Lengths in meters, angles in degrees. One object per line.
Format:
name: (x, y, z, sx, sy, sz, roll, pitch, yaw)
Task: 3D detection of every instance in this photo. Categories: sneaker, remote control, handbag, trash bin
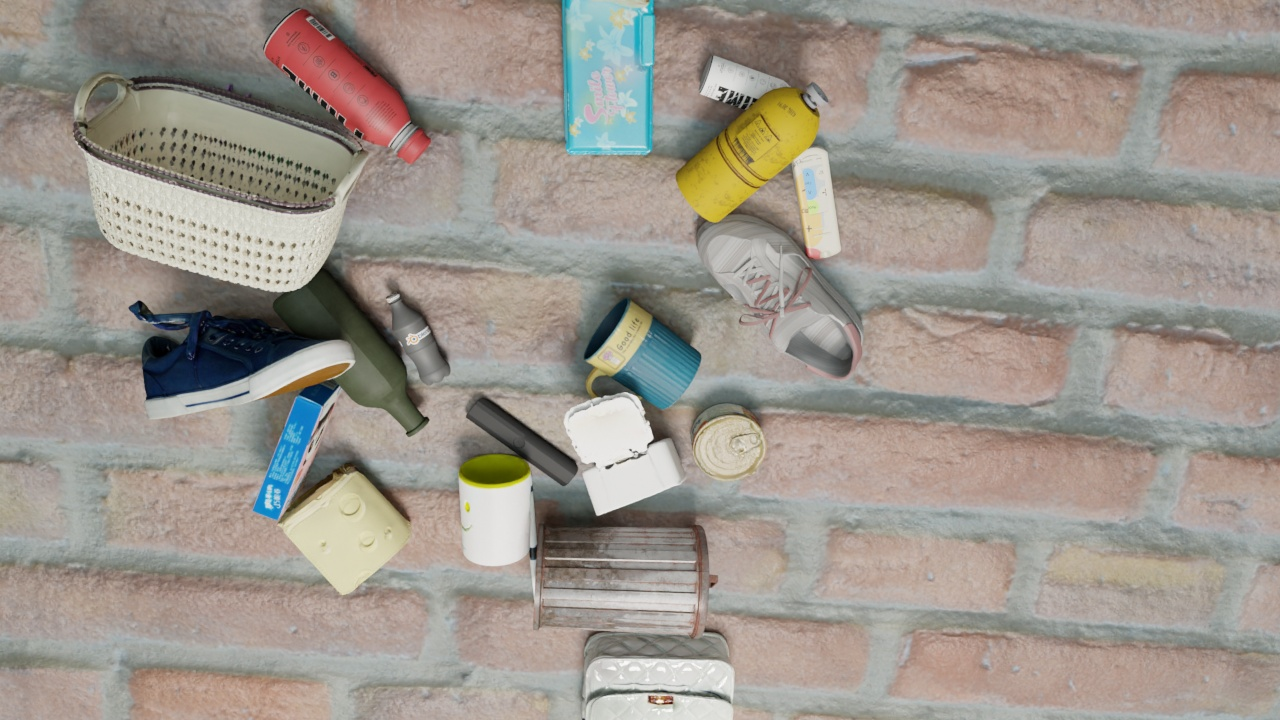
sneaker: (0.156, -0.063, 0.993, 0.236, 0.089, 0.099, 38, 112, -13)
remote control: (0.192, -0.171, 1.001, 0.038, 0.018, 0.126, -12, 110, 2)
remote control: (-0.139, 0.097, 1.082, 0.147, 0.015, 0.033, 37, 104, -13)
handbag: (-0.346, 0.193, 1.076, 0.111, 0.081, 0.119, -39, 103, -3)
sneaker: (-0.425, -0.015, 0.957, 0.295, 0.120, 0.127, -8, 96, 29)
trash bin: (-0.017, 0.256, 1.076, 0.211, 0.130, 0.131, 3, 108, -5)
handbag: (0.021, 0.421, 1.167, 0.195, 0.072, 0.139, 0, 109, -1)

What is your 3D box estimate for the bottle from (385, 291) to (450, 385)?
bottle: (-0.251, -0.025, 1.026, 0.036, 0.036, 0.110, -24, 108, 6)

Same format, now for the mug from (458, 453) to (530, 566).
mug: (-0.170, 0.174, 1.073, 0.082, 0.082, 0.106, 1, 110, -2)

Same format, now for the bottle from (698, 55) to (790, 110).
bottle: (0.121, -0.277, 0.950, 0.116, 0.041, 0.041, 17, 107, -7)

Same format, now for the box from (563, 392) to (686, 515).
box: (-0.017, 0.113, 1.020, 0.111, 0.189, 0.101, -23, 64, 4)

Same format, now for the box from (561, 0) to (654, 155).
box: (-0.032, -0.325, 0.933, 0.094, 0.039, 0.227, 0, 108, 0)

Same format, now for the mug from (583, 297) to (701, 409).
mug: (-0.006, 0.006, 1.020, 0.107, 0.083, 0.113, 35, 96, -16)

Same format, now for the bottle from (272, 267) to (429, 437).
bottle: (-0.311, -0.002, 1.015, 0.071, 0.071, 0.207, -34, 106, 9)

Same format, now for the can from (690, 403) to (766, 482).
can: (0.103, 0.095, 1.075, 0.086, 0.043, 0.086, -1, 109, -2)

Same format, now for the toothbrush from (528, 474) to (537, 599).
toothbrush: (-0.130, 0.225, 1.129, 0.017, 0.012, 0.187, -7, 109, -13)

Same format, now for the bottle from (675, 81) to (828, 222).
bottle: (0.117, -0.216, 0.928, 0.071, 0.070, 0.164, 44, 122, -14)

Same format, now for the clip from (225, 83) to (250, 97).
clip: (-0.424, -0.259, 0.955, 0.033, 0.013, 0.051, 22, 109, -8)

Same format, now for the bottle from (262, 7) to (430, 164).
bottle: (-0.290, -0.271, 0.929, 0.176, 0.062, 0.062, 41, 103, -14)

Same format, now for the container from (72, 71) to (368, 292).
container: (-0.406, -0.174, 0.899, 0.251, 0.184, 0.144, 16, 127, -11)

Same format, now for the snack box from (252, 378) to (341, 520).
snack box: (-0.386, 0.095, 1.036, 0.033, 0.088, 0.154, 24, 107, -9)
